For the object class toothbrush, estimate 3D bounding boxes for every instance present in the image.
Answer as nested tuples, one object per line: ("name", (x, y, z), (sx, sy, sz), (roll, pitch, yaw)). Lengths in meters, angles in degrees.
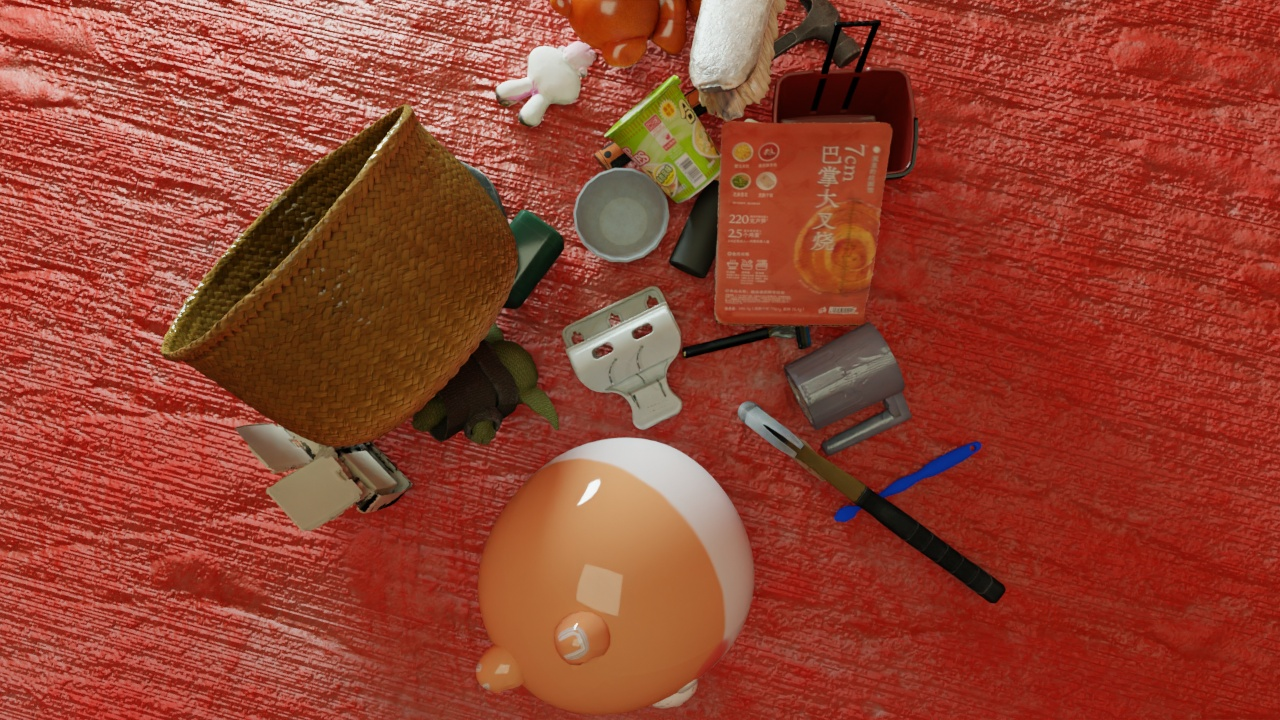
("toothbrush", (0.295, 0.134, 1.016), (0.182, 0.018, 0.016), (-27, 86, -1))

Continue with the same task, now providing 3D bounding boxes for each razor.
("razor", (0.117, -0.023, 1.031), (0.144, 0.022, 0.043), (-10, 126, 7))

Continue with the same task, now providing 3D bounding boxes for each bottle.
("bottle", (-0.146, -0.097, 1.021), (0.061, 0.061, 0.131), (36, 82, 2))
("bottle", (0.089, -0.184, 1.027), (0.045, 0.045, 0.184), (24, 89, 4))

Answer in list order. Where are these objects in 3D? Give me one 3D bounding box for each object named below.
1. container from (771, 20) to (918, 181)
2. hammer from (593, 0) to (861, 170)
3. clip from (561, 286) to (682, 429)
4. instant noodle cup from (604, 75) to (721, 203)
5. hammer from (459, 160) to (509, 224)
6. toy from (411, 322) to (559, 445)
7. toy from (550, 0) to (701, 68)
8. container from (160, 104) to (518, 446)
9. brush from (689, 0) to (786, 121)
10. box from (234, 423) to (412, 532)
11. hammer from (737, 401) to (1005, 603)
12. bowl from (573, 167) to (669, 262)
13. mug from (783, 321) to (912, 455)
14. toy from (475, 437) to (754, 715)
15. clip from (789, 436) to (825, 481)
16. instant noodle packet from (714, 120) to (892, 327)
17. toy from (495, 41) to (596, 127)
("container", (0.208, -0.245, 0.945), (0.148, 0.201, 0.127), (-1, 86, 3))
("hammer", (0.079, -0.318, 1.040), (0.314, 0.035, 0.138), (-33, 86, 2))
("clip", (-0.008, 0.003, 1.009), (0.126, 0.096, 0.152), (-25, 76, 4))
("instant noodle cup", (0.032, -0.232, 0.986), (0.099, 0.099, 0.108), (-40, 105, 1))
("hammer", (-0.254, -0.075, 1.051), (0.130, 0.032, 0.318), (23, 89, 4))
("toy", (-0.183, 0.029, 0.995), (0.152, 0.078, 0.179), (-20, 61, -35))
("toy", (-0.007, -0.411, 1.028), (0.164, 0.093, 0.172), (45, 78, 2))
("container", (-0.271, -0.067, 0.881), (0.307, 0.307, 0.196), (-45, 117, 0))
("brush", (0.113, -0.384, 0.979), (0.083, 0.056, 0.270), (3, 68, 26))
("box", (-0.337, 0.109, 0.971), (0.143, 0.183, 0.050), (44, 97, 8))
("hammer", (0.246, 0.152, 0.958), (0.333, 0.118, 0.025), (36, 92, -8))
("bowl", (-0.020, -0.160, 1.035), (0.106, 0.039, 0.106), (0, 87, 3))
("mug", (0.227, 0.035, 0.998), (0.104, 0.083, 0.124), (-27, 113, 2))
("toy", (-0.029, 0.219, 0.896), (0.264, 0.279, 0.265), (-32, 90, 38))
("clip", (0.186, 0.109, 1.010), (0.061, 0.041, 0.024), (42, 91, 10))
("instant noodle packet", (0.159, -0.142, 0.935), (0.164, 0.221, 0.083), (1, 45, 5))
("toy", (-0.104, -0.320, 1.050), (0.122, 0.038, 0.079), (-38, 73, 1))
